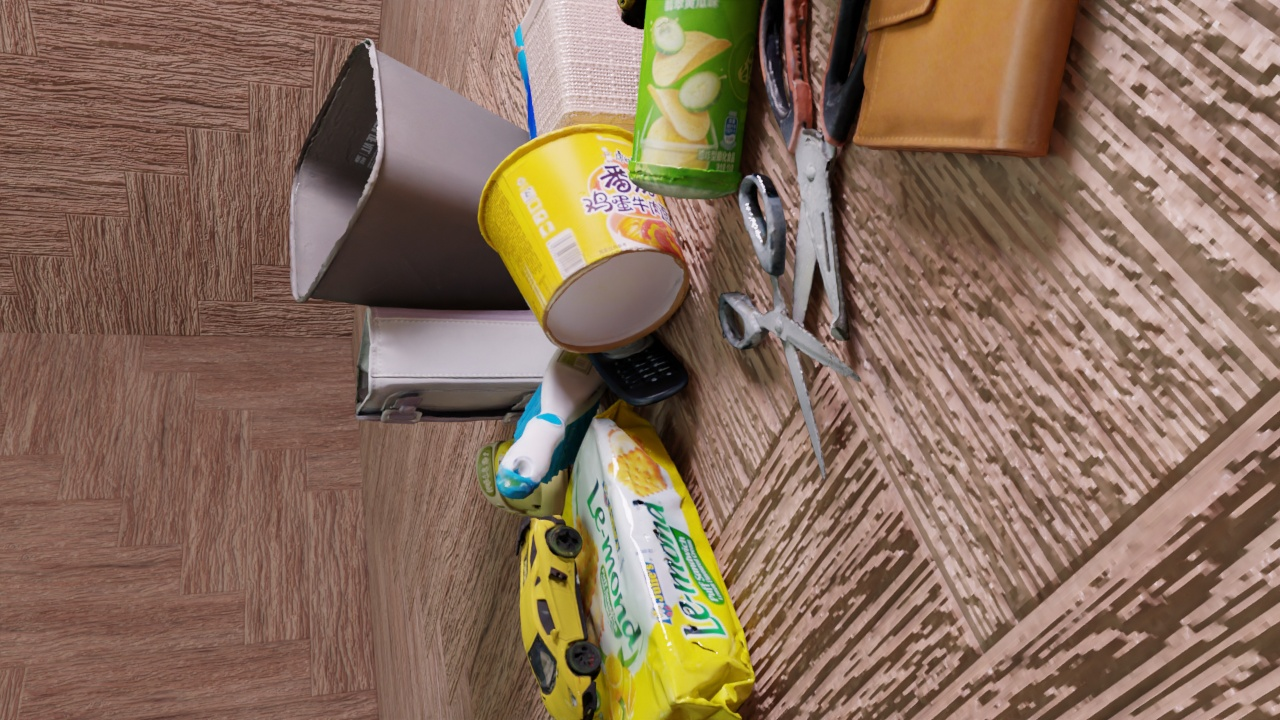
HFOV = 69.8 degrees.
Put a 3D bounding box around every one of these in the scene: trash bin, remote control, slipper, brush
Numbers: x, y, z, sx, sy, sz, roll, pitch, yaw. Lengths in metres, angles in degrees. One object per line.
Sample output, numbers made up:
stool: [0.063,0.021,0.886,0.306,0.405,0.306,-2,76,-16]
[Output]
trash bin: [-0.194,-0.150,0.874,0.200,0.219,0.198,-45,47,36]
remote control: [-0.004,0.004,0.674,0.136,0.053,0.024,-131,21,-60]
slipper: [-0.126,0.120,0.936,0.191,0.081,0.091,143,122,-66]
brush: [-0.065,0.048,0.667,0.313,0.060,0.110,-69,2,-63]

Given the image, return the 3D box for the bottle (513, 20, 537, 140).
bottle: [-0.068,-0.215,0.817,0.065,0.065,0.218,124,140,-54]

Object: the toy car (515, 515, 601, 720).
toy car: [-0.059,0.181,0.638,0.071,0.041,0.155,115,148,-47]

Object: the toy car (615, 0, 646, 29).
toy car: [0.020,-0.276,0.612,0.123,0.056,0.037,-61,42,49]

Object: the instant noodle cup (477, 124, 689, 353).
instant noodle cup: [-0.034,-0.080,0.652,0.109,0.137,0.138,65,148,30]

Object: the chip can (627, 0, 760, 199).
chip can: [0.037,-0.208,0.544,0.072,0.072,0.221,-143,57,-64]

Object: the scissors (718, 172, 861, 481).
scissors: [0.074,-0.020,0.499,0.160,0.014,0.181,134,130,-72]

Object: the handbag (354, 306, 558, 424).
handbag: [-0.172,0.014,0.892,0.145,0.196,0.098,141,127,-63]

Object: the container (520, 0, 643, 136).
container: [-0.037,-0.221,0.710,0.090,0.090,0.111,157,109,-66]

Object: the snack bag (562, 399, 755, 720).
snack bag: [0.001,0.164,0.632,0.246,0.068,0.158,-110,29,-41]

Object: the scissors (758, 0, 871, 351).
scissors: [0.093,-0.122,0.477,0.189,0.015,0.222,-113,32,-44]

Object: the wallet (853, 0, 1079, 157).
wallet: [0.131,-0.150,0.368,0.108,0.031,0.132,-147,62,-63]
